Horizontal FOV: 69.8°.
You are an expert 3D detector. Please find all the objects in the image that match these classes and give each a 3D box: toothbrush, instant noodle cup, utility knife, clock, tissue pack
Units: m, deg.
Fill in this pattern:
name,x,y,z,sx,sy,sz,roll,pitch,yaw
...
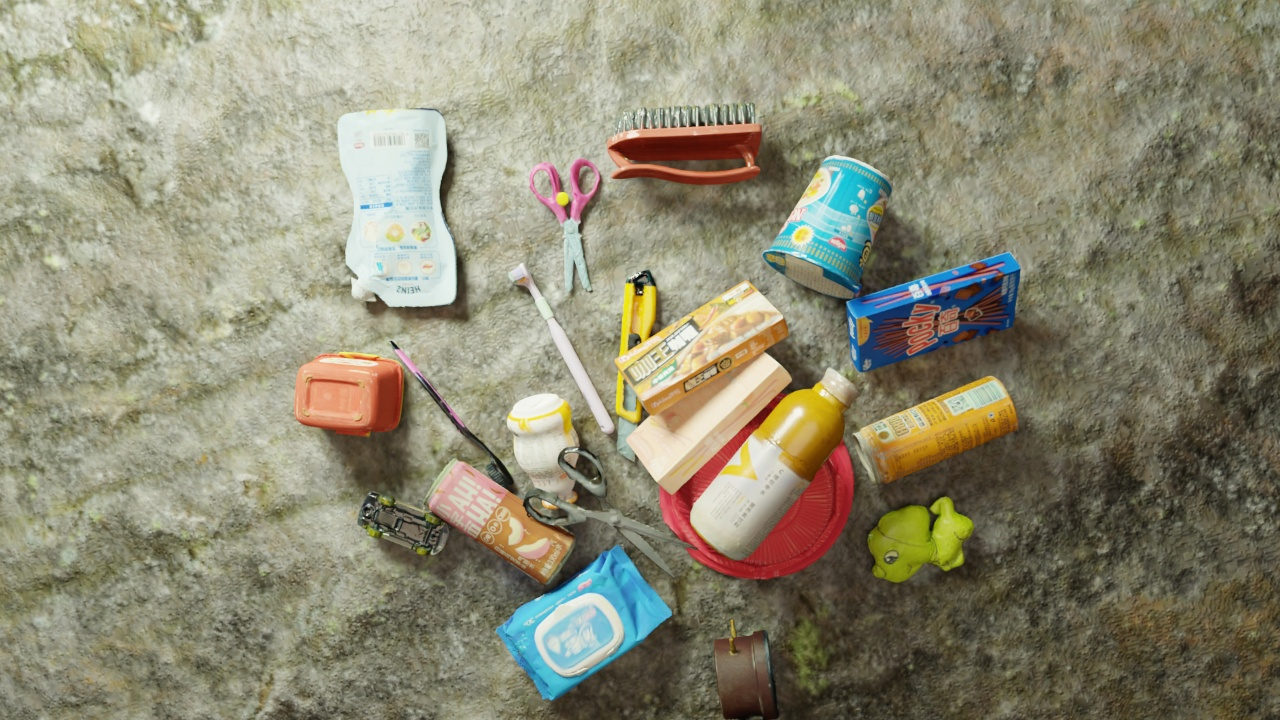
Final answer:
name,x,y,z,sx,sy,sz,roll,pitch,yaw
toothbrush,-0.076,-0.010,0.909,0.021,0.029,0.189,-32,93,-35
instant noodle cup,0.115,0.126,0.888,0.194,0.066,0.194,0,94,2
utility knife,-0.005,0.005,0.909,0.033,0.015,0.193,5,94,4
toothbrush,-0.192,0.055,0.919,0.018,0.014,0.189,-40,91,15
clock,0.105,0.319,0.891,0.055,0.082,0.122,-8,92,6
tissue pack,-0.056,0.260,0.906,0.157,0.052,0.095,-34,92,3
instant noodle cup,0.183,-0.127,0.863,0.099,0.099,0.110,26,85,0

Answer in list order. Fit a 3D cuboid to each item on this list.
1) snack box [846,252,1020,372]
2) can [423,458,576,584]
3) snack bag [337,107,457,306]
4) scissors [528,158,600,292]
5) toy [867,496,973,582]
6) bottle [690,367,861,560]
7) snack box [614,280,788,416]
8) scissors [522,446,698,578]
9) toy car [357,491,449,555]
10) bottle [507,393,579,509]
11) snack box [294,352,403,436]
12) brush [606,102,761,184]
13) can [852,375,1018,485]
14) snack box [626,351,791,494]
name,x,y,z,sx,sy,sz,roll,pitch,yaw
snack box,0.276,-0.044,0.867,0.157,0.085,0.026,-17,50,3
can,-0.137,0.158,0.900,0.147,0.058,0.058,34,93,-1
snack bag,-0.238,-0.147,0.898,0.110,0.039,0.191,-3,95,-3
scissors,-0.059,-0.133,0.906,0.077,0.017,0.137,-17,97,-6
toy,0.272,0.175,0.903,0.100,0.031,0.097,17,94,-4
bottle,0.123,0.090,0.819,0.068,0.068,0.189,39,93,-1
snack box,0.057,-0.013,0.869,0.153,0.075,0.026,-31,131,-4
scissors,-0.030,0.147,0.875,0.159,0.014,0.171,-6,115,8
toy car,-0.234,0.162,0.915,0.090,0.035,0.042,22,95,0
bottle,-0.090,0.089,0.894,0.063,0.063,0.108,-11,106,2
snack box,-0.283,0.035,0.887,0.091,0.080,0.082,5,94,1
brush,0.041,-0.203,0.873,0.146,0.063,0.069,-1,80,3
can,0.283,0.068,0.882,0.146,0.058,0.058,-23,92,3
snack box,0.062,0.048,0.874,0.157,0.084,0.026,-44,123,2
